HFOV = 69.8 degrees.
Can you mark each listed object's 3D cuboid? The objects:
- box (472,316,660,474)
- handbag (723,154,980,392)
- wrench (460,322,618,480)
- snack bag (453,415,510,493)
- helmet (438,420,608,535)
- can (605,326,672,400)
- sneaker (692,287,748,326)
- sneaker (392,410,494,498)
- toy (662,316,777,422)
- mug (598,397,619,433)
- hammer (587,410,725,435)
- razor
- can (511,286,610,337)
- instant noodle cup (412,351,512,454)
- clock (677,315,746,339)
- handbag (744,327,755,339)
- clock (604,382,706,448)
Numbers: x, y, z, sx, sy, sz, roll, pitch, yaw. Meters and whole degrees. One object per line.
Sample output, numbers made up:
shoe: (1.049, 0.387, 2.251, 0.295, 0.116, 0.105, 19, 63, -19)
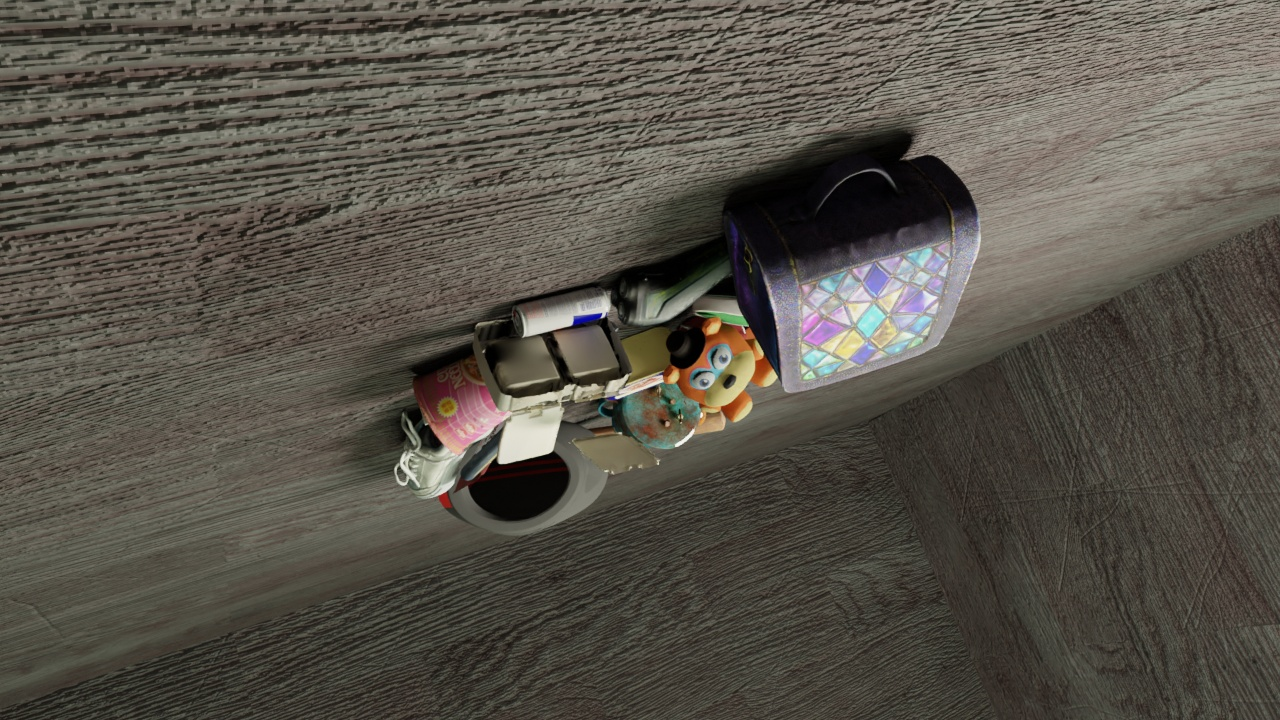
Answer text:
box: (-0.081, 0.057, 0.920, 0.143, 0.192, 0.107, -9, 145, -25)
handbag: (0.192, -0.094, 0.867, 0.204, 0.125, 0.222, -17, 139, -8)
wrench: (-0.122, 0.053, 1.099, 0.274, 0.022, 0.073, -44, 176, 14)
snack bag: (-0.198, 0.108, 1.209, 0.057, 0.013, 0.157, -29, -156, 37)
helmet: (-0.173, 0.167, 1.347, 0.264, 0.164, 0.170, -6, 179, -19)
can: (-0.007, 0.007, 1.194, 0.116, 0.056, 0.092, -20, 168, -3)
sneaker: (0.177, -0.084, 1.105, 0.235, 0.079, 0.084, 0, 177, -10)
sneaker: (-0.268, 0.106, 1.146, 0.090, 0.089, 0.243, -6, 155, -36)
toy: (0.093, 0.008, 1.129, 0.176, 0.096, 0.112, 30, 103, -33)
mug: (-0.010, 0.077, 1.449, 0.112, 0.084, 0.104, 11, 153, -10)
hammer: (-0.005, 0.119, 1.550, 0.301, 0.037, 0.158, -8, 167, 0)
razor: (0.041, -0.085, 0.928, 0.151, 0.054, 0.067, -29, 141, 7)
can: (-0.078, -0.049, 0.905, 0.095, 0.032, 0.032, -15, 166, -23)
instant noodle cup: (-0.171, 0.033, 0.981, 0.108, 0.097, 0.097, -30, 167, 3)
clock: (0.095, -0.033, 1.217, 0.087, 0.044, 0.124, -22, 167, 5)
handbag: (0.168, -0.011, 1.365, 0.108, 0.060, 0.172, -37, 173, -20)
clock: (0.039, 0.062, 1.349, 0.157, 0.121, 0.073, -28, -178, -18)
